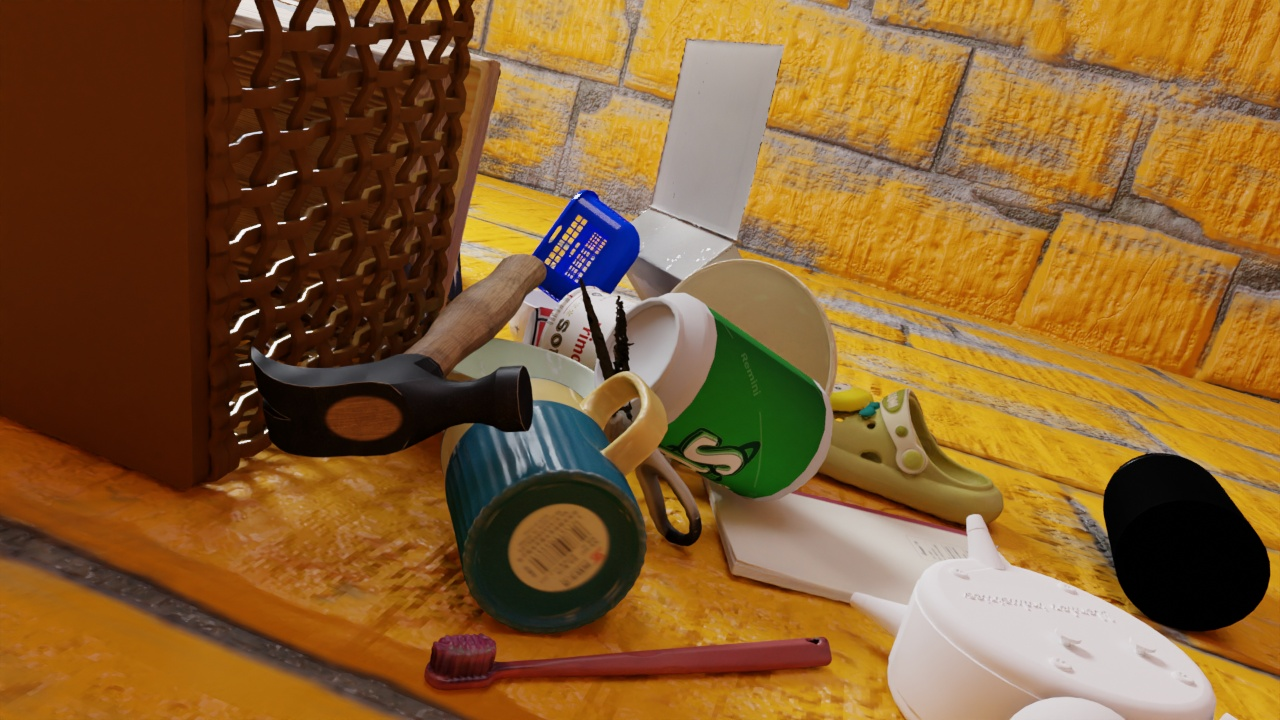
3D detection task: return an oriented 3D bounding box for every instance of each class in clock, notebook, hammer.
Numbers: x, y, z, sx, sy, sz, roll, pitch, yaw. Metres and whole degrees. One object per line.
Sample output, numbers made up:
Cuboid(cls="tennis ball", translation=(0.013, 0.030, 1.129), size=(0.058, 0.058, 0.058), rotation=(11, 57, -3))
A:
Cuboid(cls="clock", translation=(0.180, 0.135, 0.403), size=(0.125, 0.073, 0.161), rotation=(11, 14, -17))
Cuboid(cls="notebook", translation=(0.147, 0.119, 0.571), size=(0.208, 0.012, 0.153), rotation=(14, 12, -5))
Cuboid(cls="hammer", translation=(-0.102, -0.020, 0.511), size=(0.132, 0.040, 0.305), rotation=(-4, 16, 6))

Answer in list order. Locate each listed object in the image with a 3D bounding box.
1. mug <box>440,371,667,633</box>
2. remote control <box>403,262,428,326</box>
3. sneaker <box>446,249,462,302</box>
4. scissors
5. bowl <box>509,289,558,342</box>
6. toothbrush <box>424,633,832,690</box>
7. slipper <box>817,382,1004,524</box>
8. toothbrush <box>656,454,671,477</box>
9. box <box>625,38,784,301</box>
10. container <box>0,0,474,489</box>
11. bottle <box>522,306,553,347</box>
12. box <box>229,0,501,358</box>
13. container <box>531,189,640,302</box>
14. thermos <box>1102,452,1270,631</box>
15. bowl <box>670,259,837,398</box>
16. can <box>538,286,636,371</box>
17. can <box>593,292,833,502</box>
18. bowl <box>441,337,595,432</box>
Cuboid(cls="mug", translation=(-0.036, 0.052, 0.424), size=(0.083, 0.113, 0.107), rotation=(49, 1, -23))
Cuboid(cls="remote control", translation=(-0.147, -0.016, 0.646), size=(0.009, 0.046, 0.124), rotation=(-22, 57, -7))
Cuboid(cls="sneaker", translation=(-0.260, -0.122, 0.986), size=(0.132, 0.103, 0.269), rotation=(-3, 16, -11))
Cuboid(cls="scissors", translation=(-0.014, 0.033, 0.495), size=(0.012, 0.163, 0.155), rotation=(-38, 9, -32))
Cuboid(cls="bowl", translation=(-0.070, -0.025, 0.838), size=(0.105, 0.054, 0.104), rotation=(16, 14, -4))
Cuboid(cls="toothbrush", translation=(0.004, 0.122, 0.382), size=(0.189, 0.016, 0.016), rotation=(8, 14, -29))
Cuboid(cls="slipper", translation=(0.194, 0.062, 0.718), size=(0.191, 0.082, 0.091), rotation=(24, 18, 23))
Cuboid(cls="toothbrush", translation=(-0.042, 0.042, 0.673), size=(0.015, 0.016, 0.184), rotation=(12, 10, -46))
Cuboid(cls="box", translation=(0.039, -0.187, 0.795), size=(0.119, 0.479, 0.166), rotation=(-17, 26, -21))
Cuboid(cls="container", translation=(-0.246, -0.115, 0.487), size=(0.220, 0.252, 0.213), rotation=(18, 26, 12))
Cuboid(cls="bottle", translation=(-0.009, 0.003, 0.767), size=(0.176, 0.062, 0.062), rotation=(12, 13, -13))
Cuboid(cls="box", translation=(-0.284, -0.152, 0.724), size=(0.279, 0.245, 0.167), rotation=(16, 22, 4))
Cuboid(cls="container", translation=(-0.044, -0.086, 0.774), size=(0.058, 0.096, 0.114), rotation=(36, 3, 3))
Cuboid(cls="thermos", translation=(0.390, 0.121, 0.675), size=(0.086, 0.086, 0.198), rotation=(20, 14, 21))
Cuboid(cls="bowl", translation=(0.086, 0.002, 0.709), size=(0.151, 0.151, 0.075), rotation=(22, 7, 28))
Cuboid(cls="can", translation=(-0.004, 0.004, 0.664), size=(0.116, 0.087, 0.086), rotation=(22, 15, 27))
Cuboid(cls="can", translation=(0.046, 0.024, 0.553), size=(0.139, 0.088, 0.088), rotation=(31, 2, -34))
Cuboid(cls="bowl", translation=(-0.084, 0.030, 0.572), size=(0.117, 0.061, 0.117), rotation=(14, 14, -4))
